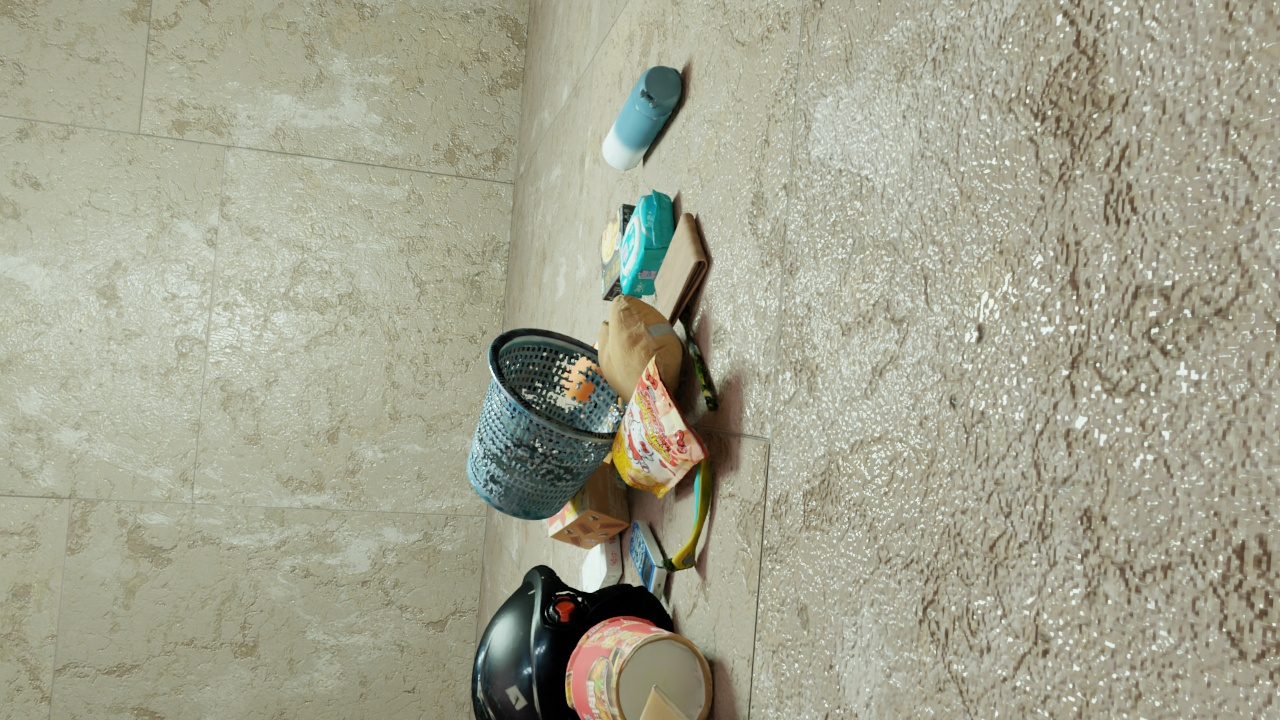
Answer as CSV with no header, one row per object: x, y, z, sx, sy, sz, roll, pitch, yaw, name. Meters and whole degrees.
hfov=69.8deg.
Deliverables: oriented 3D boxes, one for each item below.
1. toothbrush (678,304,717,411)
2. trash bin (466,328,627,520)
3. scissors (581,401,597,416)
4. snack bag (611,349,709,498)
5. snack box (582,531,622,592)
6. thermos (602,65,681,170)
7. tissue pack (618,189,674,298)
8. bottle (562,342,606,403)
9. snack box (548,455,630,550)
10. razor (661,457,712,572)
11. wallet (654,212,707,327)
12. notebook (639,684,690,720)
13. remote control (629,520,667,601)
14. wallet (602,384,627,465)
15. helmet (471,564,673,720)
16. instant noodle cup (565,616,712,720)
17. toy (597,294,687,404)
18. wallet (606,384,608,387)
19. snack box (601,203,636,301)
0.065,-0.007,1.053,0.185,0.012,0.017,-104,34,-51,toothbrush
-0.132,0.098,1.240,0.195,0.226,0.226,-60,25,28,trash bin
-0.084,0.116,1.573,0.161,0.021,0.233,126,143,-74,scissors
0.021,0.082,1.033,0.208,0.073,0.128,114,137,-65,snack bag
-0.060,0.317,1.388,0.157,0.027,0.084,113,158,-49,snack box
0.002,-0.344,1.308,0.221,0.070,0.070,143,130,-70,thermos
0.009,-0.155,1.240,0.134,0.050,0.093,118,154,-56,tissue pack
-0.067,0.007,1.392,0.150,0.066,0.066,-51,35,47,bottle
-0.077,0.207,1.328,0.095,0.077,0.092,-38,42,33,snack box
0.058,0.167,0.990,0.028,0.043,0.133,27,109,46,razor
0.046,-0.107,1.119,0.101,0.020,0.116,-100,28,-48,wallet
0.039,0.413,0.854,0.148,0.008,0.208,39,133,27,notebook
0.010,0.248,1.152,0.125,0.024,0.049,-122,39,-68,remote control
-0.037,0.092,1.369,0.108,0.031,0.131,110,159,-55,wallet
-0.091,0.384,1.096,0.275,0.229,0.234,41,136,23,helmet
0.005,0.336,0.954,0.109,0.137,0.137,150,124,-62,instant noodle cup
-0.007,0.007,1.155,0.226,0.082,0.143,125,124,-70,toy
-0.049,0.008,1.461,0.115,0.024,0.087,147,123,-69,wallet
-0.024,-0.153,1.379,0.126,0.053,0.113,133,140,-59,snack box
